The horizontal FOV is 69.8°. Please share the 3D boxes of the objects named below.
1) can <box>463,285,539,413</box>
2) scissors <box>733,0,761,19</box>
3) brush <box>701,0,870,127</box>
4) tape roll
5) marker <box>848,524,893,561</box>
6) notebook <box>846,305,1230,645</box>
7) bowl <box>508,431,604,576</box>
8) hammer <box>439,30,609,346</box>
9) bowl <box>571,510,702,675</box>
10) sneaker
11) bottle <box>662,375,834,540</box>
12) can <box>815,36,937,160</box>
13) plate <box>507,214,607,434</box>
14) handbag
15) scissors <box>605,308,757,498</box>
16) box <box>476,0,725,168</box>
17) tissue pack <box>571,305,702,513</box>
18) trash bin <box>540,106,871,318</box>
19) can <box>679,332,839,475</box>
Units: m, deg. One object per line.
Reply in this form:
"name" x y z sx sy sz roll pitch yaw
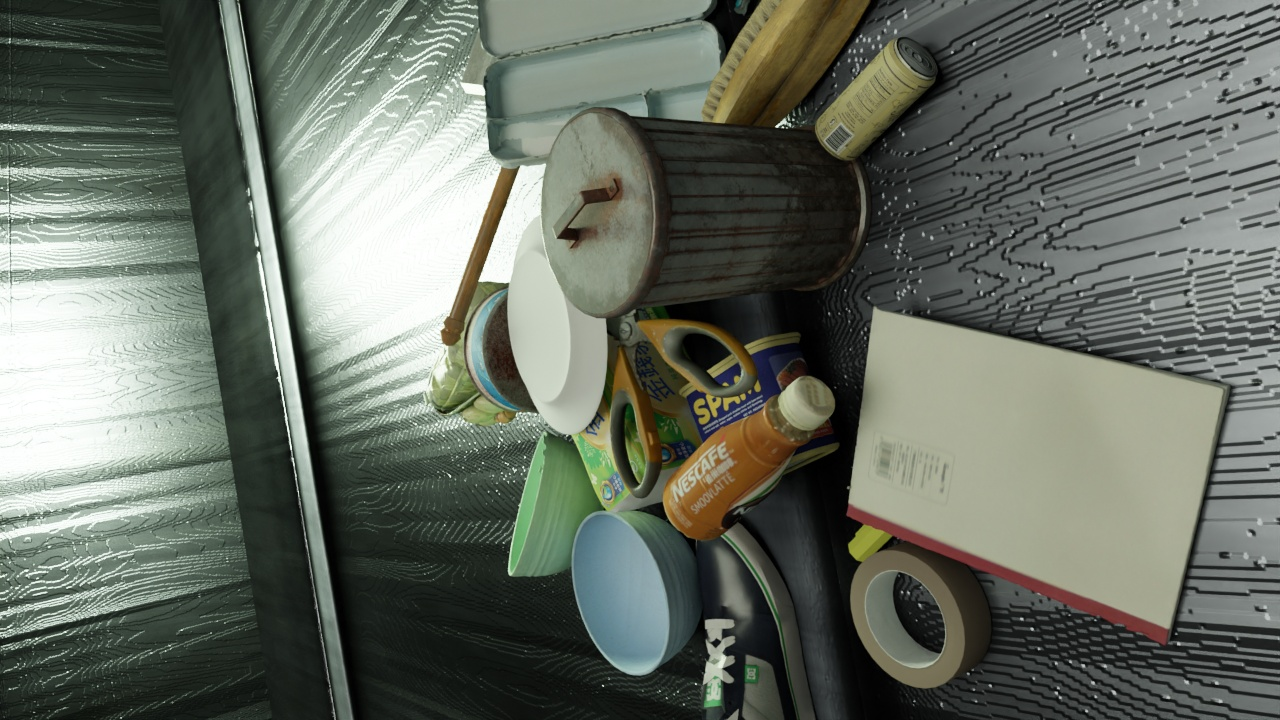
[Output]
"can" -0.108 -0.012 0.913 0.044 0.129 0.130 -2 95 54
"scissors" 0.093 -0.290 0.679 0.144 0.019 0.126 -51 58 48
"brush" 0.103 -0.224 0.644 0.196 0.059 0.043 -52 47 43
"tape roll" 0.190 0.173 0.628 0.094 0.030 0.094 15 108 52
"marker" 0.184 0.097 0.633 0.021 0.017 0.124 -88 21 -48
"notebook" 0.223 0.061 0.557 0.209 0.012 0.153 19 112 43
"bowl" -0.081 0.152 0.936 0.151 0.077 0.151 -167 91 -80
"hammer" -0.130 -0.163 0.869 0.163 0.082 0.318 26 97 49
"bowl" 0.007 0.205 0.847 0.151 0.074 0.150 14 108 51
"sneaker" 0.080 0.248 0.753 0.084 0.078 0.235 -29 73 53
"bottle" 0.076 0.068 0.644 0.168 0.059 0.059 -52 56 45
"can" 0.154 -0.171 0.602 0.080 0.038 0.038 -45 61 48
"plate" -0.081 -0.029 0.780 0.189 0.016 0.189 23 117 57
"handbag" -0.158 0.002 1.005 0.117 0.113 0.187 52 135 24
"scissors" -0.003 0.001 0.708 0.225 0.016 0.217 34 117 40
"box" -0.035 -0.261 0.753 0.209 0.037 0.189 -8 84 13
"tissue pack" -0.024 0.045 0.831 0.142 0.120 0.197 -49 52 45
"trash bin" 0.040 -0.101 0.624 0.131 0.210 0.131 15 108 52
"can" 0.092 0.044 0.715 0.117 0.056 0.092 -37 68 50
